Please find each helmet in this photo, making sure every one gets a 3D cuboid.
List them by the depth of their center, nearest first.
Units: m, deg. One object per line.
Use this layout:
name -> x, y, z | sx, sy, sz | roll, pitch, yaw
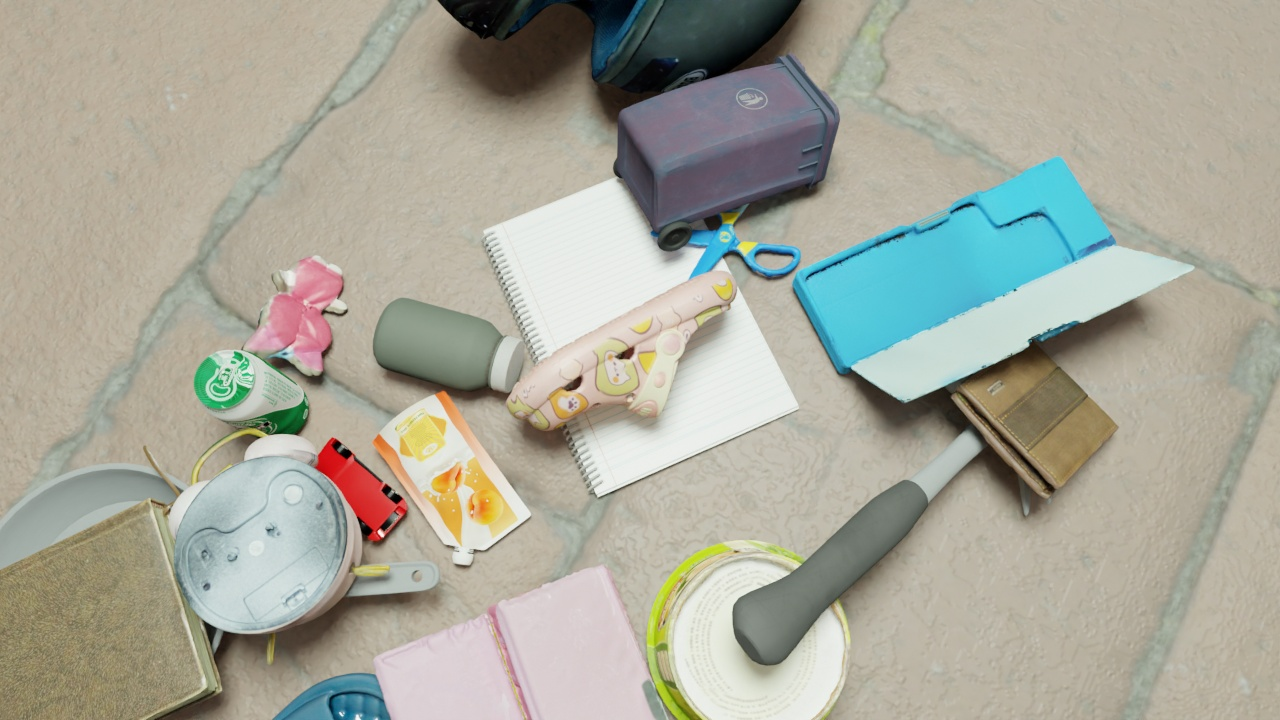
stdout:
helmet -> 0.011, -0.330, 0.717 | 0.236, 0.249, 0.315 | 44, 78, -16

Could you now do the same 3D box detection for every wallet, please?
wallet -> 0.294, 0.038, 0.680 | 0.120, 0.027, 0.098 | -25, 70, -39

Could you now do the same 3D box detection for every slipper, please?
slipper -> -0.244, 0.295, 0.628 | 0.213, 0.059, 0.103 | -36, 72, -1
slipper -> -0.004, 0.004, 0.691 | 0.197, 0.093, 0.081 | -31, 95, -12

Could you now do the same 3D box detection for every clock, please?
clock -> -0.262, 0.116, 0.638 | 0.116, 0.059, 0.158 | -38, 72, -9

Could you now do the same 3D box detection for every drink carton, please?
drink carton -> -0.145, 0.092, 0.706 | 0.069, 0.039, 0.122 | -36, 81, -9

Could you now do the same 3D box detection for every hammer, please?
hammer -> 0.176, 0.105, 0.624 | 0.310, 0.030, 0.125 | -31, 76, -34

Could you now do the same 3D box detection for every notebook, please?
notebook -> -0.416, 0.187, 0.643 | 0.215, 0.034, 0.190 | -24, 73, -2
notebook -> -0.006, -0.035, 0.747 | 0.178, 0.013, 0.245 | -23, 74, -6

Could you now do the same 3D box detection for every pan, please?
pan -> -0.320, 0.171, 0.677 | 0.356, 0.051, 0.200 | -4, 73, 1

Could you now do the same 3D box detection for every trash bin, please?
trash bin -> 0.069, -0.170, 0.734 | 0.160, 0.092, 0.093 | -20, 60, -14

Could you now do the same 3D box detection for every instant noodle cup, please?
instant noodle cup -> 0.077, 0.193, 0.630 | 0.146, 0.098, 0.146 | -1, 73, 2

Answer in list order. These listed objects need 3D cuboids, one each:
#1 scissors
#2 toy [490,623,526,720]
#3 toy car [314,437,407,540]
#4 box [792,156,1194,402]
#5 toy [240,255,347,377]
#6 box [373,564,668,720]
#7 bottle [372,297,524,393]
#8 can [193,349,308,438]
scissors -> 0.071, -0.106, 0.759 | 0.125, 0.015, 0.127 | 5, 65, -3
toy -> -0.117, 0.236, 0.655 | 0.095, 0.041, 0.094 | 7, 70, 4
toy car -> -0.221, 0.099, 0.709 | 0.089, 0.025, 0.038 | 39, 78, 12
box -> 0.264, -0.052, 0.713 | 0.243, 0.071, 0.170 | -24, 48, -5
toy -> -0.277, -0.034, 0.744 | 0.065, 0.050, 0.102 | 25, 63, -23
box -> -0.059, 0.274, 0.612 | 0.178, 0.039, 0.232 | -19, 77, -22
bottle -> -0.149, -0.009, 0.720 | 0.108, 0.060, 0.060 | 15, 74, 7
can -> -0.291, 0.028, 0.692 | 0.053, 0.101, 0.053 | -1, 73, 2
